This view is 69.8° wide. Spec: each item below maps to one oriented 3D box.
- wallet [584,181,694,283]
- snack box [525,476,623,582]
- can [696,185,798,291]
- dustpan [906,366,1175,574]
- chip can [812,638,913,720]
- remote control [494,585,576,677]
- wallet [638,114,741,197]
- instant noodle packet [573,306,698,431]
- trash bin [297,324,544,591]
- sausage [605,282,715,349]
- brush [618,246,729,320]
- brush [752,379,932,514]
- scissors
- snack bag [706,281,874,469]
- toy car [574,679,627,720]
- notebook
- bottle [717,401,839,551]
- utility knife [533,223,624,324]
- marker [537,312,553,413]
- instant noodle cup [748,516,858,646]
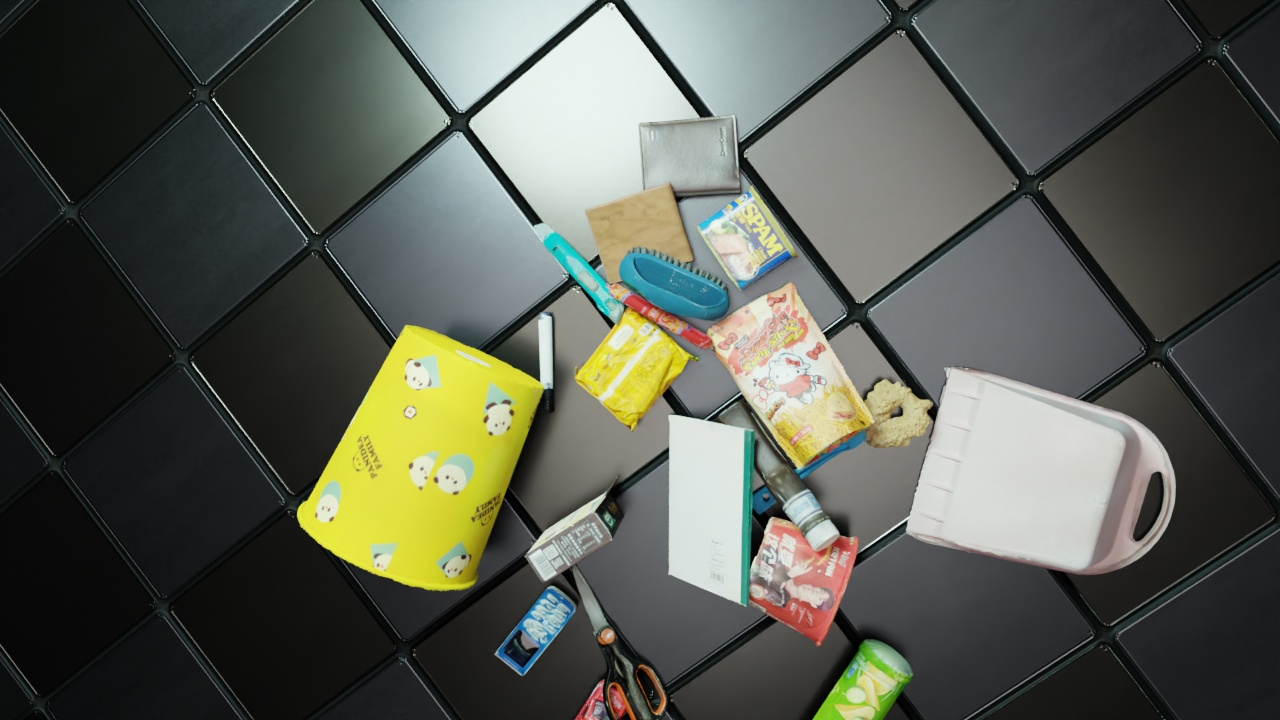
[{"bbox_3d":[-0.002,-0.156,1.142,0.115,0.020,0.101,-17,104,11],"label":"wallet"},{"bbox_3d":[-0.073,0.209,1.141,0.126,0.113,0.053,-32,91,9],"label":"snack box"},{"bbox_3d":[0.130,-0.146,1.116,0.083,0.057,0.102,-34,90,11],"label":"can"},{"bbox_3d":[0.490,0.149,1.120,0.274,0.138,0.222,20,99,33],"label":"dustpan"},{"bbox_3d":[0.254,0.452,1.142,0.072,0.072,0.221,31,97,4],"label":"chip can"},{"bbox_3d":[-0.137,0.355,1.207,0.049,0.024,0.125,39,97,3],"label":"remote control"},{"bbox_3d":[0.061,-0.251,1.136,0.122,0.020,0.096,-3,94,5],"label":"wallet"},{"bbox_3d":[-0.007,0.007,1.152,0.111,0.044,0.128,42,96,4],"label":"instant noodle packet"},{"bbox_3d":[-0.251,0.110,1.110,0.229,0.229,0.255,25,91,4],"label":"trash bin"},{"bbox_3d":[0.024,-0.054,1.127,0.156,0.020,0.020,29,97,-6],"label":"sausage"},{"bbox_3d":[0.040,-0.087,1.112,0.144,0.073,0.055,24,125,-6],"label":"brush"},{"bbox_3d":[0.243,0.112,1.136,0.255,0.045,0.083,-36,94,12],"label":"brush"},{"bbox_3d":[-0.049,0.374,1.179,0.235,0.022,0.124,48,60,-2],"label":"scissors"},{"bbox_3d":[0.181,0.018,1.109,0.129,0.073,0.207,-33,72,9],"label":"snack bag"},{"bbox_3d":[-0.058,0.474,1.198,0.053,0.045,0.120,31,96,2],"label":"toy car"},{"bbox_3d":[0.082,0.178,1.118,0.012,0.151,0.209,-3,96,-36],"label":"notebook"},{"bbox_3d":[0.164,0.138,1.091,0.044,0.080,0.195,-37,63,3],"label":"bottle"},{"bbox_3d":[-0.078,-0.113,1.154,0.029,0.013,0.171,-43,76,1],"label":"utility knife"},{"bbox_3d":[-0.123,0.003,1.179,0.023,0.018,0.131,0,95,16],"label":"marker"},{"bbox_3d":[0.189,0.259,1.108,0.108,0.137,0.138,21,97,11],"label":"instant noodle cup"}]
